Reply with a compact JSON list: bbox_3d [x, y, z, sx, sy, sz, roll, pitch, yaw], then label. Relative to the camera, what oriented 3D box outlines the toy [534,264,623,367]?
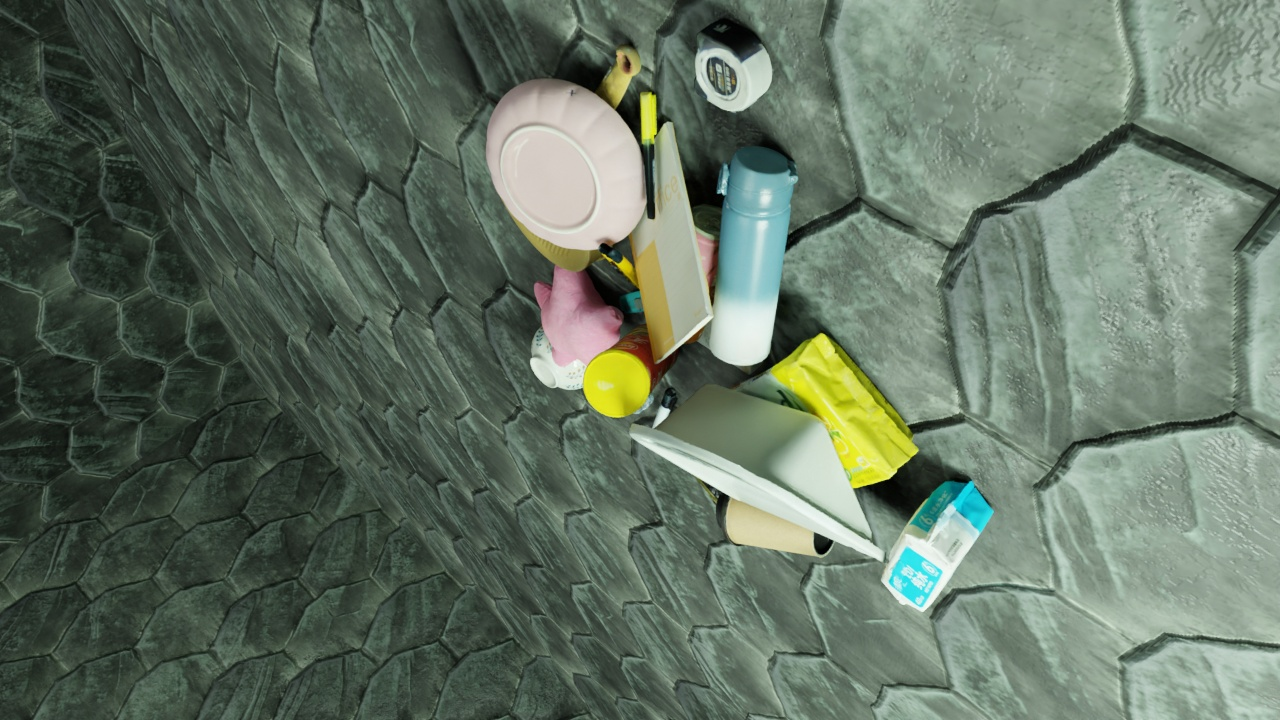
[{"bbox_3d":[-0.078,-0.058,1.199,0.195,0.074,0.179,16,123,53],"label":"toy"}]

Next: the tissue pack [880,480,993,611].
[{"bbox_3d":[0.301,0.189,0.944,0.063,0.089,0.140,35,150,23],"label":"tissue pack"}]

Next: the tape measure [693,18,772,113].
[{"bbox_3d":[0.078,-0.248,0.783,0.066,0.033,0.066,39,153,23],"label":"tape measure"}]

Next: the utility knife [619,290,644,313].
[{"bbox_3d":[-0.005,-0.069,1.108,0.160,0.013,0.029,-178,68,-75],"label":"utility knife"}]

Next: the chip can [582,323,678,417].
[{"bbox_3d":[-0.006,0.006,1.046,0.073,0.073,0.216,50,-166,-1],"label":"chip can"}]

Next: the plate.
[{"bbox_3d":[-0.086,-0.195,0.958,0.192,0.038,0.193,18,133,20],"label":"plate"}]

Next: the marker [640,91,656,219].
[{"bbox_3d":[0.010,-0.202,0.910,0.015,0.018,0.124,2,106,14],"label":"marker"}]

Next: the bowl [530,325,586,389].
[{"bbox_3d":[-0.121,0.001,1.352,0.113,0.062,0.114,34,149,23],"label":"bowl"}]

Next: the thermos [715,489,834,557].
[{"bbox_3d":[0.171,0.200,1.157,0.143,0.092,0.093,8,132,41],"label":"thermos"}]

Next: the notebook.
[{"bbox_3d":[0.023,-0.115,0.936,0.146,0.010,0.206,138,124,-63],"label":"notebook"}]

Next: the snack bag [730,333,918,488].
[{"bbox_3d":[0.179,0.069,0.995,0.158,0.068,0.247,49,152,-1],"label":"snack bag"}]

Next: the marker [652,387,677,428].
[{"bbox_3d":[0.032,0.078,1.271,0.022,0.018,0.131,58,157,25],"label":"marker"}]

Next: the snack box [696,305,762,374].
[{"bbox_3d":[0.073,-0.056,1.036,0.157,0.026,0.085,34,148,27],"label":"snack box"}]

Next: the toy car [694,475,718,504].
[{"bbox_3d":[0.089,0.136,1.240,0.158,0.042,0.070,55,151,-6],"label":"toy car"}]

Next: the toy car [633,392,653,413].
[{"bbox_3d":[-0.028,0.019,1.268,0.120,0.036,0.054,56,152,-7],"label":"toy car"}]

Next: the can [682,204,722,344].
[{"bbox_3d":[0.056,-0.087,0.954,0.058,0.057,0.148,38,135,21],"label":"can"}]

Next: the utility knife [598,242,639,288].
[{"bbox_3d":[-0.015,-0.100,1.037,0.033,0.015,0.173,37,-179,17],"label":"utility knife"}]

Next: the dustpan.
[{"bbox_3d":[0.105,0.133,0.962,0.223,0.142,0.258,18,139,46],"label":"dustpan"}]

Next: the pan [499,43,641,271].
[{"bbox_3d":[-0.076,-0.227,1.019,0.197,0.078,0.358,51,159,3],"label":"pan"}]

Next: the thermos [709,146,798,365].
[{"bbox_3d":[0.103,-0.097,0.877,0.070,0.070,0.221,31,140,30],"label":"thermos"}]
